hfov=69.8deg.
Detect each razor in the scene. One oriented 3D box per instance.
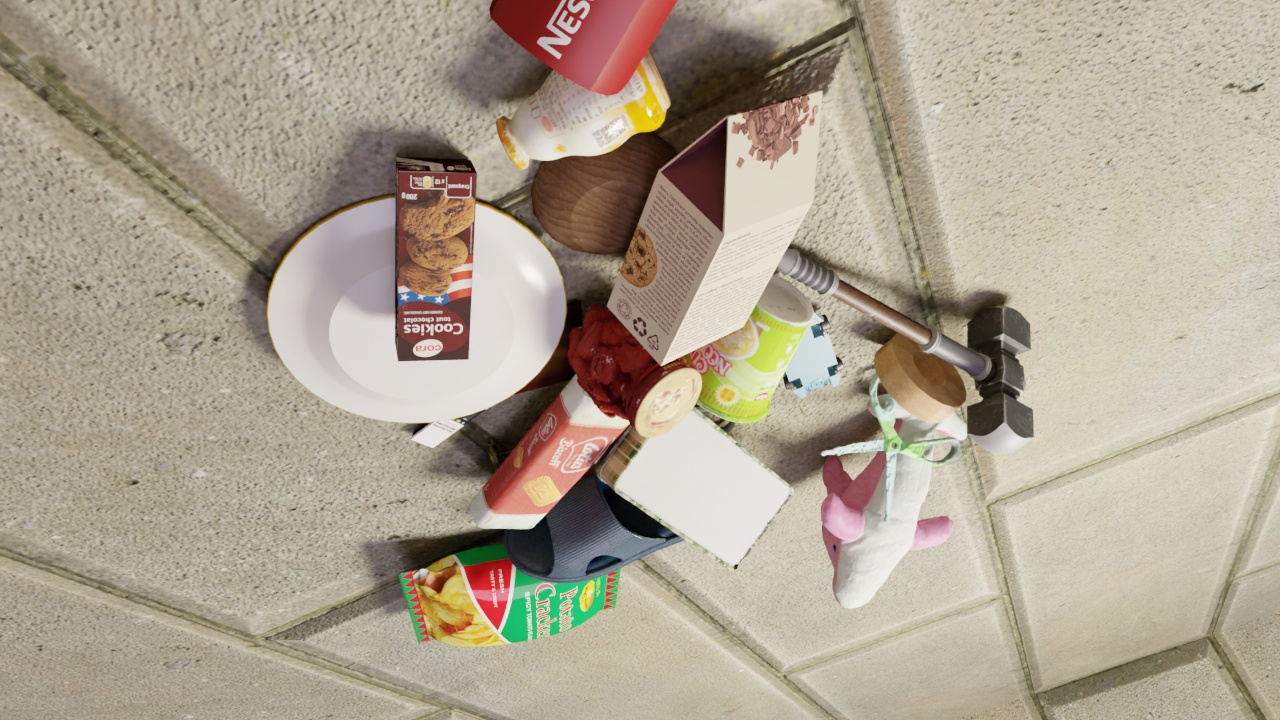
[{"bbox_3d":[-0.099,0.086,0.924,0.106,0.026,0.042,-15,142,-7],"label":"razor"}]

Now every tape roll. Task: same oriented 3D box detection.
[{"bbox_3d":[0.276,0.016,0.906,0.094,0.094,0.027,12,136,-32],"label":"tape roll"}]

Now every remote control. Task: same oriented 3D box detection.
[{"bbox_3d":[-0.162,0.044,0.852,0.124,0.011,0.028,-34,140,24],"label":"remote control"}]

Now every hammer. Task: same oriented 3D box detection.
[{"bbox_3d":[0.236,-0.034,0.834,0.322,0.155,0.043,24,150,-24],"label":"hammer"}]

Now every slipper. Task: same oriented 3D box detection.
[{"bbox_3d":[-0.020,0.164,0.990,0.263,0.101,0.083,-15,145,-7],"label":"slipper"}]

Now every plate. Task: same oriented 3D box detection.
[{"bbox_3d":[-0.170,-0.027,0.718,0.229,0.021,0.230,-9,134,-9],"label":"plate"}]

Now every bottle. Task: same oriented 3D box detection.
[{"bbox_3d":[-0.005,0.004,0.770,0.098,0.111,0.099,-29,142,-26],"label":"bottle"},{"bbox_3d":[-0.038,-0.161,0.586,0.108,0.063,0.063,-23,143,10],"label":"bottle"}]

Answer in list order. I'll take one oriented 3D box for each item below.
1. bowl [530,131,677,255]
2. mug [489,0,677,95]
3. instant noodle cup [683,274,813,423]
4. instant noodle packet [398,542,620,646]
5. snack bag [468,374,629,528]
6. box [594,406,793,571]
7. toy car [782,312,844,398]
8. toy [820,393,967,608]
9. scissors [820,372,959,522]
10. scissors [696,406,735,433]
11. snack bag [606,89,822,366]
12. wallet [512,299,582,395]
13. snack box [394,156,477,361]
[{"bbox_3d":[-0.021,-0.116,0.678,0.118,0.030,0.118,-10,143,-8],"label":"bowl"},{"bbox_3d":[-0.034,-0.218,0.495,0.116,0.080,0.097,36,117,-2],"label":"mug"},{"bbox_3d":[0.095,-0.016,0.807,0.098,0.098,0.108,7,130,-28],"label":"instant noodle cup"},{"bbox_3d":[-0.148,0.278,1.097,0.252,0.090,0.196,-7,143,-11],"label":"instant noodle packet"},{"bbox_3d":[-0.082,0.091,0.884,0.077,0.041,0.226,7,138,-39],"label":"snack bag"},{"bbox_3d":[0.059,0.122,0.932,0.205,0.050,0.117,37,87,-34],"label":"box"},{"bbox_3d":[0.158,-0.012,0.883,0.060,0.027,0.108,-21,134,7],"label":"toy car"},{"bbox_3d":[0.265,0.150,1.055,0.186,0.128,0.266,14,102,-30],"label":"toy"},{"bbox_3d":[0.266,0.089,0.976,0.171,0.021,0.172,-2,102,-22],"label":"scissors"},{"bbox_3d":[0.037,0.049,0.934,0.132,0.012,0.170,-16,140,1],"label":"scissors"},{"bbox_3d":[0.058,-0.101,0.665,0.094,0.070,0.207,-25,153,-36],"label":"snack bag"},{"bbox_3d":[-0.105,-0.005,0.793,0.115,0.018,0.092,-11,134,-11],"label":"wallet"},{"bbox_3d":[-0.146,-0.069,0.649,0.051,0.031,0.141,-2,119,-18],"label":"snack box"}]
